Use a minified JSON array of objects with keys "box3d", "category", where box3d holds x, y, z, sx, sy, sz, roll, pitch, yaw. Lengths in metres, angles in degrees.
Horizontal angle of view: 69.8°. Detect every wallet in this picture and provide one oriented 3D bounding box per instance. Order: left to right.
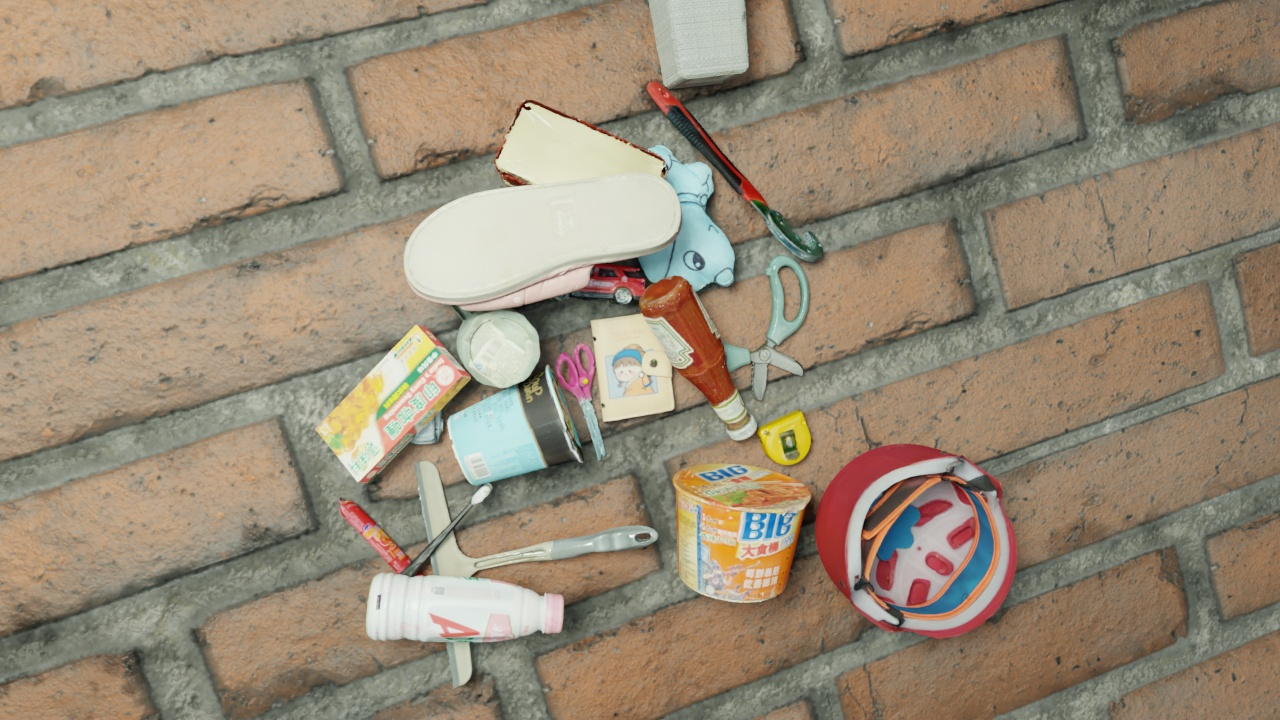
[{"box3d":[-0.006,0.006,1.025,0.087,0.024,0.115,-7,95,-6],"category":"wallet"}]

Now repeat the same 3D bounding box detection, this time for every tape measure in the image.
[{"box3d":[0.170,0.093,1.064,0.060,0.029,0.057,-23,99,-9],"category":"tape measure"}]

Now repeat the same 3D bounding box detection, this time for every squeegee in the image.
[{"box3d":[-0.103,0.210,1.005,0.246,0.039,0.246,-10,90,-1],"category":"squeegee"}]

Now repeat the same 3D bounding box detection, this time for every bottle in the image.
[{"box3d":[-0.179,0.258,0.949,0.197,0.068,0.068,5,93,-8],"category":"bottle"},{"box3d":[0.070,0.003,1.004,0.059,0.060,0.206,-36,115,-7],"category":"bottle"}]

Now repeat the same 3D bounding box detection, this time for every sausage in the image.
[{"box3d":[-0.271,0.205,0.986,0.020,0.020,0.156,-41,101,-6],"category":"sausage"}]

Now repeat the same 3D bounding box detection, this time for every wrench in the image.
[{"box3d":[0.106,-0.207,1.021,0.273,0.056,0.016,44,127,-10],"category":"wrench"}]

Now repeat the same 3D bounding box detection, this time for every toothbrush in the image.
[{"box3d":[-0.221,0.199,0.976,0.015,0.018,0.181,42,90,-8],"category":"toothbrush"}]

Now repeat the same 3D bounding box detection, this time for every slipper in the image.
[{"box3d":[-0.093,-0.117,0.892,0.274,0.054,0.114,-15,78,-6],"category":"slipper"}]

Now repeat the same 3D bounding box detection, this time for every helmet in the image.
[{"box3d":[0.300,0.195,1.045,0.240,0.144,0.207,39,86,-26],"category":"helmet"}]

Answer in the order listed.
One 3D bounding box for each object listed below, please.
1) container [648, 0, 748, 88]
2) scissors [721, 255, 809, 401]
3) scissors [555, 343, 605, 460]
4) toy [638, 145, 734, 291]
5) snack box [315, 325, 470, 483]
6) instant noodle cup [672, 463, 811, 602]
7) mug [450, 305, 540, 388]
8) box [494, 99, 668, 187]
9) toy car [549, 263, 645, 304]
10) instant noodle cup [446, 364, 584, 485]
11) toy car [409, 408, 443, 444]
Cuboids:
[{"box3d":[0.063,-0.356,0.978,0.090,0.090,0.114,-9,99,-10],"category":"container"},{"box3d":[0.117,-0.044,1.048,0.170,0.019,0.173,11,93,-14],"category":"scissors"},{"box3d":[-0.062,0.051,1.011,0.063,0.017,0.135,-27,110,-47],"category":"scissors"},{"box3d":[0.039,-0.145,1.009,0.161,0.050,0.156,23,91,-3],"category":"toy"},{"box3d":[-0.255,0.045,0.946,0.156,0.027,0.077,-45,74,4],"category":"snack box"},{"box3d":[0.106,0.188,1.004,0.151,0.151,0.111,2,102,-12],"category":"instant noodle cup"},{"box3d":[-0.161,-0.030,0.948,0.083,0.103,0.124,-42,102,-6],"category":"mug"},{"box3d":[-0.061,-0.196,0.950,0.168,0.079,0.091,24,89,1],"category":"box"},{"box3d":[-0.053,-0.083,0.993,0.120,0.053,0.045,-1,93,-14],"category":"toy car"},{"box3d":[-0.134,0.075,0.968,0.120,0.111,0.111,-20,98,-1],"category":"instant noodle cup"},{"box3d":[-0.231,0.045,0.975,0.043,0.034,0.090,2,93,-9],"category":"toy car"}]
